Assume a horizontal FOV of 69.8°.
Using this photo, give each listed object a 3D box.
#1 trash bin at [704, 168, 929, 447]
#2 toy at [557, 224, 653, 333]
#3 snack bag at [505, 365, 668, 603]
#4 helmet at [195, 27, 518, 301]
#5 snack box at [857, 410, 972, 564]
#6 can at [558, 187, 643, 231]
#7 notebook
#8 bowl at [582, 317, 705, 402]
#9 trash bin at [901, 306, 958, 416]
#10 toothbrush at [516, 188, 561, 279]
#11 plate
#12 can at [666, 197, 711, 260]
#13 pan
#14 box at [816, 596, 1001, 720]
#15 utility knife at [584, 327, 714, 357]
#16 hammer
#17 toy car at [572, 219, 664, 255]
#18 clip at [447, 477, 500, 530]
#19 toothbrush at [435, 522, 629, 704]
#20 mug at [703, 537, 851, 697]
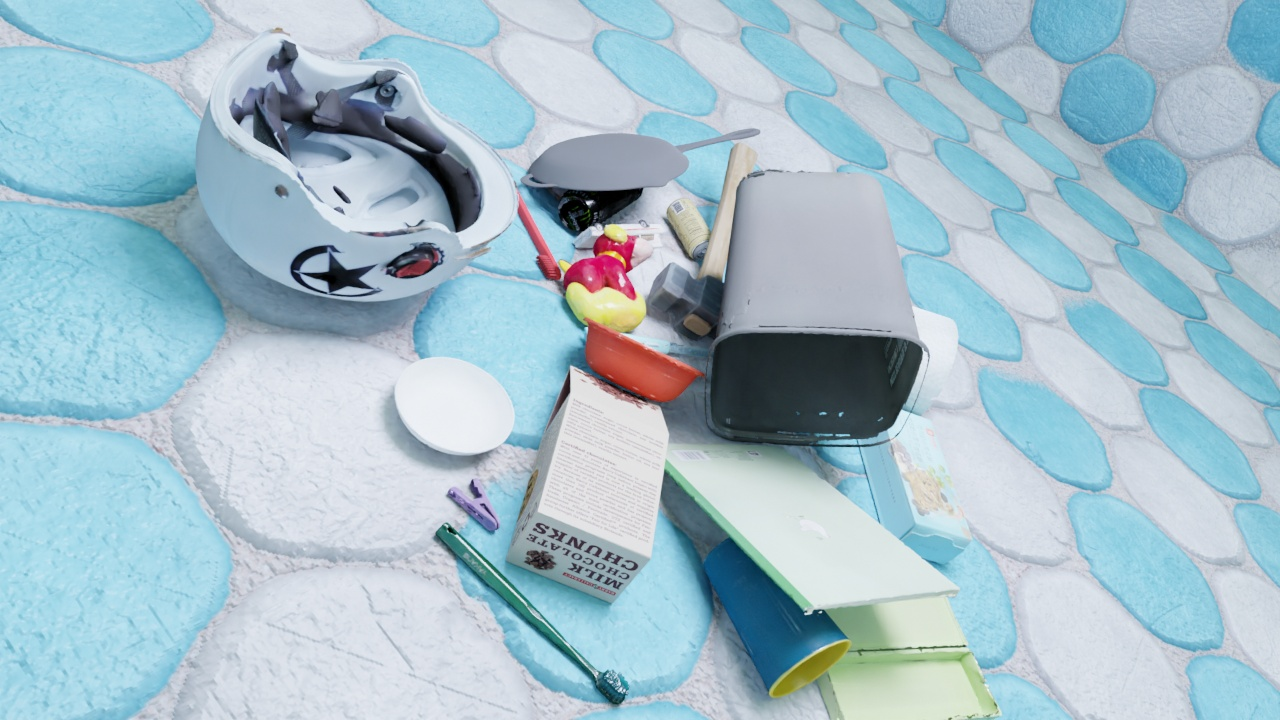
[{"bbox_3d":[0.166,-0.057,0.919,0.197,0.198,0.219,2,55,4],"label":"trash bin"},{"bbox_3d":[-0.039,-0.088,0.991,0.105,0.067,0.137,22,51,-12],"label":"toy"},{"bbox_3d":[-0.036,0.089,0.785,0.094,0.070,0.205,25,38,-11],"label":"snack bag"},{"bbox_3d":[-0.253,-0.144,0.807,0.263,0.164,0.236,7,48,-39],"label":"helmet"},{"bbox_3d":[0.292,0.130,0.992,0.075,0.053,0.174,19,41,-19],"label":"snack box"},{"bbox_3d":[-0.046,-0.197,1.101,0.054,0.054,0.137,38,38,6],"label":"can"},{"bbox_3d":[0.134,0.137,0.819,0.181,0.010,0.252,5,22,-34],"label":"notebook"},{"bbox_3d":[-0.005,0.005,0.890,0.130,0.045,0.130,25,1,-1],"label":"bowl"},{"bbox_3d":[0.264,-0.019,1.077,0.161,0.134,0.133,22,39,-7],"label":"trash bin"},{"bbox_3d":[-0.137,-0.168,1.038,0.017,0.012,0.212,-2,50,-37],"label":"toothbrush"},{"bbox_3d":[-0.161,0.044,0.781,0.104,0.026,0.104,19,41,-18],"label":"plate"},{"bbox_3d":[0.065,-0.166,1.159,0.038,0.038,0.079,1,48,-35],"label":"can"},{"bbox_3d":[0.013,-0.262,1.133,0.353,0.024,0.216,-20,32,-30],"label":"pan"},{"bbox_3d":[0.229,0.262,0.824,0.187,0.024,0.137,7,51,-30],"label":"box"},{"bbox_3d":[0.017,-0.015,0.983,0.177,0.016,0.022,7,74,-33],"label":"utility knife"},{"bbox_3d":[0.100,-0.156,1.109,0.117,0.051,0.321,30,49,-15],"label":"hammer"},{"bbox_3d":[-0.022,-0.139,1.073,0.112,0.039,0.039,-11,77,-41],"label":"toy car"},{"bbox_3d":[-0.135,0.115,0.735,0.046,0.014,0.050,8,42,-29],"label":"clip"},{"bbox_3d":[-0.081,0.188,0.690,0.190,0.017,0.016,41,38,9],"label":"toothbrush"},{"bbox_3d":[0.107,0.206,0.764,0.078,0.078,0.121,-4,46,-39],"label":"mug"}]
